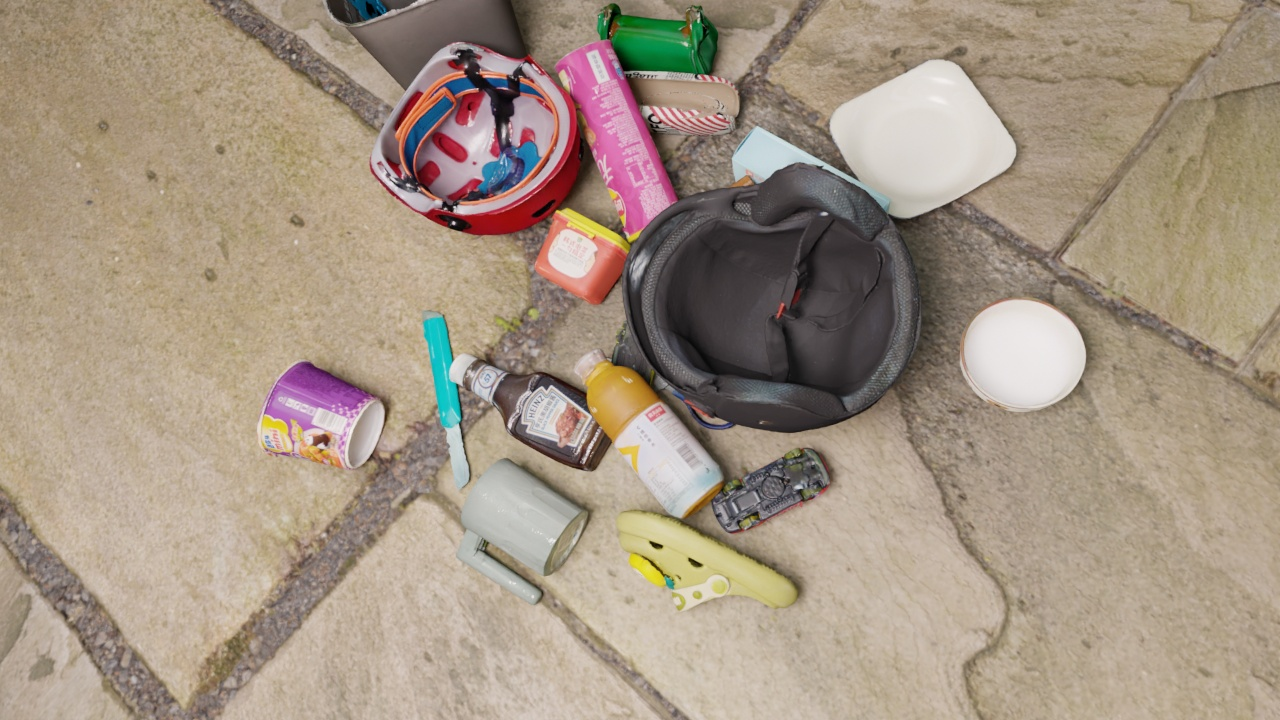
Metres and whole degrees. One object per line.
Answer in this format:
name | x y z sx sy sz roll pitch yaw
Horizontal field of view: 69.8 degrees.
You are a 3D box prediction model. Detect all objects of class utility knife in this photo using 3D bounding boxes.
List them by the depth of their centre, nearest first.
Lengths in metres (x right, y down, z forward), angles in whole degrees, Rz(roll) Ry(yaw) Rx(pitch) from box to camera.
utility knife | -0.219 0.039 1.032 0.029 0.013 0.221 -16 68 4

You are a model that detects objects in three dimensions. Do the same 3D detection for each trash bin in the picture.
trash bin | -0.243 -0.424 1.076 0.199 0.220 0.199 -19 70 3

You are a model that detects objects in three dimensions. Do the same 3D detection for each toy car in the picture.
toy car | 0.131 0.131 0.919 0.120 0.045 0.053 -27 71 7
toy car | -0.006 0.006 0.981 0.048 0.032 0.105 7 77 19

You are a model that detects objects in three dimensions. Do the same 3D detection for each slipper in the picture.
slipper | 0.055 0.207 0.888 0.190 0.091 0.081 22 80 13

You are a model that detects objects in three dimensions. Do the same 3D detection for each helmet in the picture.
helmet | 0.125 -0.046 0.878 0.275 0.230 0.233 15 80 13
helmet | -0.162 -0.227 1.035 0.240 0.144 0.206 24 80 22

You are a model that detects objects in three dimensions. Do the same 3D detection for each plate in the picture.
plate | 0.307 -0.238 1.010 0.164 0.034 0.163 -26 69 1

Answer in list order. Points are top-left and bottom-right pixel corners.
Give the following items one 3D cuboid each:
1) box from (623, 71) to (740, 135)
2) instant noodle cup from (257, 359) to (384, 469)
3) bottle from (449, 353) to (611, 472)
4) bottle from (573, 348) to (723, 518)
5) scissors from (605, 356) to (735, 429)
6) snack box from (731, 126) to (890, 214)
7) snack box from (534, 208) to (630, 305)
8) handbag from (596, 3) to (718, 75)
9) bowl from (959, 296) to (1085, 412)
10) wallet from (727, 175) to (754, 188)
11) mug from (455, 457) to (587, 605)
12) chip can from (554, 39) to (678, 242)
box | 0.036 -0.304 1.067 0.164 0.075 0.081 6 85 16
instant noodle cup | -0.343 0.066 1.004 0.099 0.112 0.111 18 76 6
bottle | -0.121 0.048 0.995 0.195 0.044 0.080 27 84 18
bottle | 0.004 0.068 0.915 0.068 0.068 0.189 -39 74 -3
scissors | 0.038 0.021 0.990 0.175 0.012 0.162 -45 69 -3
snack box | 0.183 -0.179 0.993 0.175 0.074 0.051 34 82 19
snack box | -0.065 -0.113 1.018 0.091 0.082 0.080 30 90 18
handbag | 0.021 -0.369 1.062 0.131 0.120 0.068 10 80 12
bowl | 0.372 0.000 0.906 0.113 0.062 0.113 -3 73 10
wallet | 0.094 -0.115 0.998 0.131 0.035 0.119 -35 94 3
mug | -0.125 0.178 0.943 0.103 0.083 0.124 29 106 17
chip can | -0.022 -0.241 1.013 0.071 0.071 0.210 -23 93 3
